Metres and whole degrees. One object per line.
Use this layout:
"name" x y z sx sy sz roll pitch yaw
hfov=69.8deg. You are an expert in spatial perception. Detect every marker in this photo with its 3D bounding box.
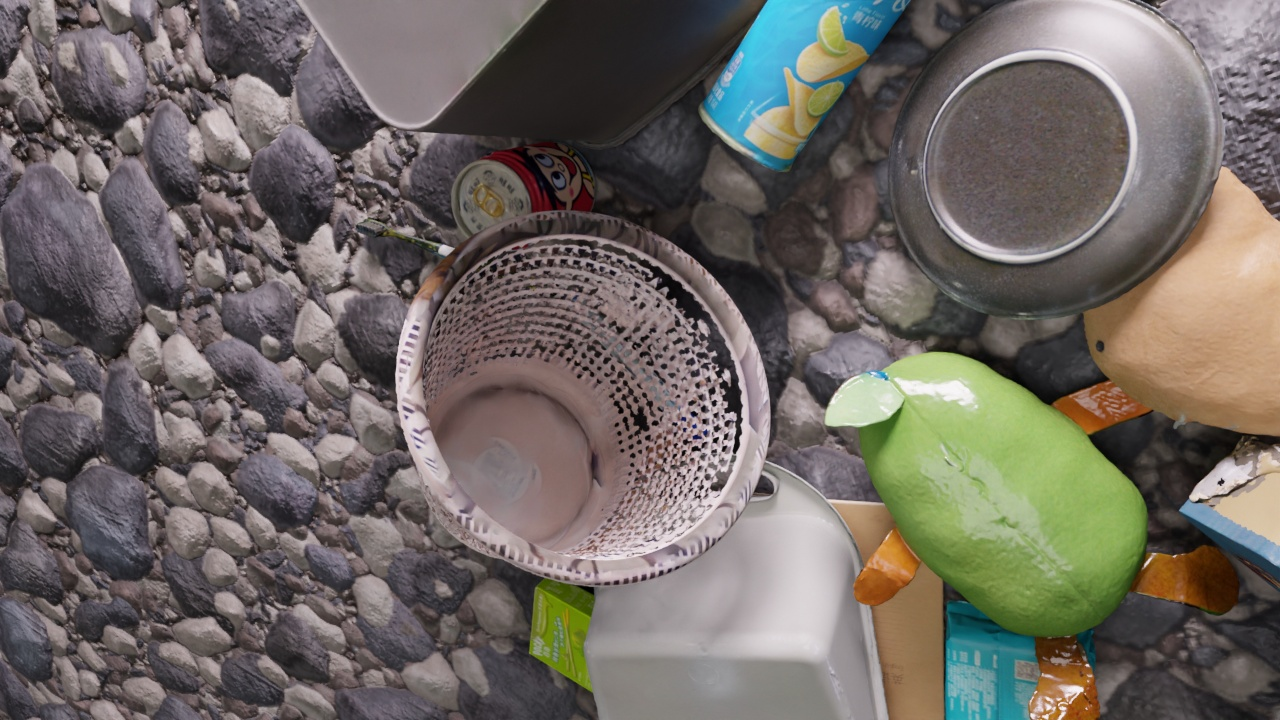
"marker" -0.004 0.004 0.682 0.146 0.016 0.017 48 120 3

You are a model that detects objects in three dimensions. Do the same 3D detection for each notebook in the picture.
"notebook" 0.147 0.201 0.679 0.150 0.012 0.211 1 105 23

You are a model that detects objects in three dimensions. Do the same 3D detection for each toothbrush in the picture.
"toothbrush" -0.144 -0.081 0.717 0.186 0.017 0.012 19 112 18

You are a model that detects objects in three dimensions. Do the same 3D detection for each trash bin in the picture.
"trash bin" -0.063 -0.232 0.511 0.199 0.219 0.199 -35 90 30
"trash bin" -0.058 0.045 0.606 0.227 0.226 0.193 50 150 1

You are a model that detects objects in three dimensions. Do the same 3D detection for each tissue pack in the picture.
"tissue pack" 0.255 0.227 0.622 0.093 0.050 0.133 2 108 27

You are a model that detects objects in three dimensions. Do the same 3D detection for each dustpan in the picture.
"dustpan" 0.069 0.209 0.678 0.223 0.142 0.258 -5 123 19

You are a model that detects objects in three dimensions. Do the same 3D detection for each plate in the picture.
"plate" 0.212 -0.110 0.501 0.180 0.024 0.179 8 102 43

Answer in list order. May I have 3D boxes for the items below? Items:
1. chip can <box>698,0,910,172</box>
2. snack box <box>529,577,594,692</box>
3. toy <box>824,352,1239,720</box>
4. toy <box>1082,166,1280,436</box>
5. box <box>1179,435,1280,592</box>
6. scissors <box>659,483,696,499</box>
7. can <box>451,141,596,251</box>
"chip can" 0.117 -0.212 0.517 0.071 0.071 0.211 40 119 7
"snack box" -0.021 0.244 0.755 0.156 0.026 0.086 23 124 22
"toy" 0.227 0.090 0.564 0.227 0.090 0.246 -42 81 12
"toy" 0.308 -0.031 0.494 0.226 0.082 0.143 9 96 25
"box" 0.384 0.119 0.482 0.184 0.089 0.061 39 97 -5
"scissors" 0.038 0.181 0.703 0.147 0.014 0.172 5 93 12
"can" -0.079 -0.113 0.631 0.067 0.093 0.066 8 111 22
